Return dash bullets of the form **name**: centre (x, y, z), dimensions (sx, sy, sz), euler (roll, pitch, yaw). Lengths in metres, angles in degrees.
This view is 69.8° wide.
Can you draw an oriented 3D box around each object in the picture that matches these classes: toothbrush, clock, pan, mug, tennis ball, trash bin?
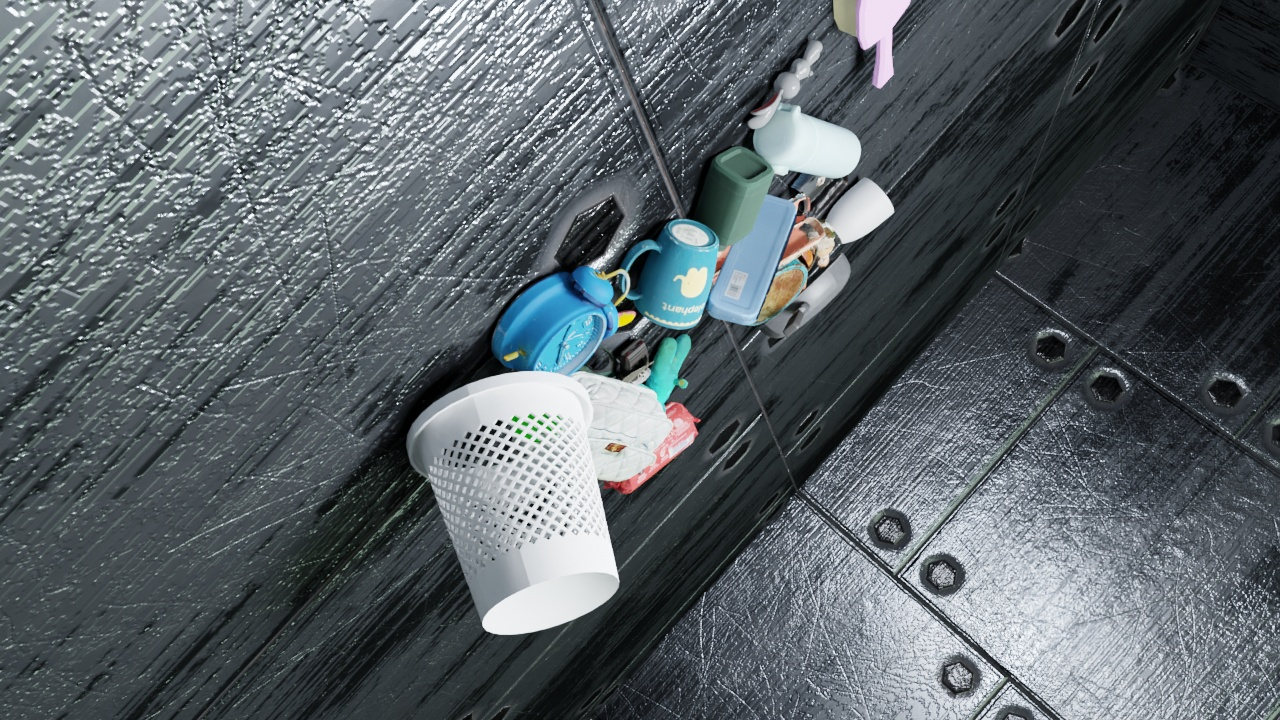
- **toothbrush**: centre (-0.039, -0.048, 1.064), dimensions (0.135, 0.016, 0.021), euler (-8, 131, -59)
- **clock**: centre (-0.077, -0.040, 0.938), dimensions (0.161, 0.060, 0.117), euler (-41, 158, -11)
- **pan**: centre (0.244, -0.076, 1.378), dimensions (0.179, 0.041, 0.356), euler (-43, 180, 19)
- **mug**: centre (0.329, -0.226, 1.427), dimensions (0.089, 0.071, 0.107), euler (-40, -173, 2)
- **tennis ball**: centre (-0.116, 0.059, 1.031), dimensions (0.065, 0.065, 0.065), euler (-40, 158, -20)
- **trash bin**: centre (-0.114, 0.148, 0.908), dimensions (0.195, 0.199, 0.196), euler (-16, 149, -10)
- **mug**: centre (0.031, -0.101, 1.036), dimensions (0.112, 0.084, 0.104), euler (-1, 132, -25)
- **clock**: centre (0.182, -0.122, 1.288), dimensions (0.157, 0.073, 0.121), euler (-26, 152, -21)

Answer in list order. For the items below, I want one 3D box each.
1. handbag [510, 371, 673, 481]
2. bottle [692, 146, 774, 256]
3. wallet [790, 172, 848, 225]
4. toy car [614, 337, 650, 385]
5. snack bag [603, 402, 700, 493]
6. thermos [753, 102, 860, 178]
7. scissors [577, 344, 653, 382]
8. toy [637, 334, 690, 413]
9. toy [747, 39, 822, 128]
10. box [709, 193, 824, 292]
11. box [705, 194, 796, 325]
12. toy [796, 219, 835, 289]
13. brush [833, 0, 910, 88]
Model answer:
- **handbag**: centre (-0.054, 0.093, 1.139), dimensions (0.139, 0.072, 0.194), euler (-47, 145, 20)
- **bottle**: centre (0.100, -0.173, 1.054), dimensions (0.061, 0.061, 0.132), euler (-35, 156, -36)
- **wallet**: centre (0.247, -0.246, 1.266), dimensions (0.089, 0.026, 0.115), euler (-47, 159, -1)
- **toy car**: centre (-0.007, 0.007, 1.193), dimensions (0.040, 0.037, 0.092), euler (-41, 158, -19)
- **snack bag**: centre (0.014, 0.131, 1.406), dimensions (0.176, 0.082, 0.082), euler (-37, 156, -28)
- **thermos**: centre (0.201, -0.257, 1.100), dimensions (0.206, 0.065, 0.078), euler (-12, 120, -58)
- **scissors**: centre (-0.075, 0.052, 1.149), dimensions (0.202, 0.015, 0.201), euler (-40, 147, 6)
- **toy**: centre (0.021, 0.054, 1.298), dimensions (0.130, 0.072, 0.194), euler (-12, 129, -57)
- **toy**: centre (0.159, -0.299, 0.994), dimensions (0.111, 0.030, 0.049), euler (-52, 174, -5)
- **box**: centre (0.157, -0.150, 1.191), dimensions (0.186, 0.085, 0.048), euler (-33, 180, -21)
- **box**: centre (0.138, -0.123, 1.117), dimensions (0.037, 0.066, 0.208), euler (93, 18, -54)
- **toy**: centre (0.257, -0.169, 1.351), dimensions (0.085, 0.074, 0.106), euler (-29, 162, -30)
- **brush**: centre (0.262, -0.384, 1.027), dimensions (0.089, 0.043, 0.228), euler (-47, 159, -3)
